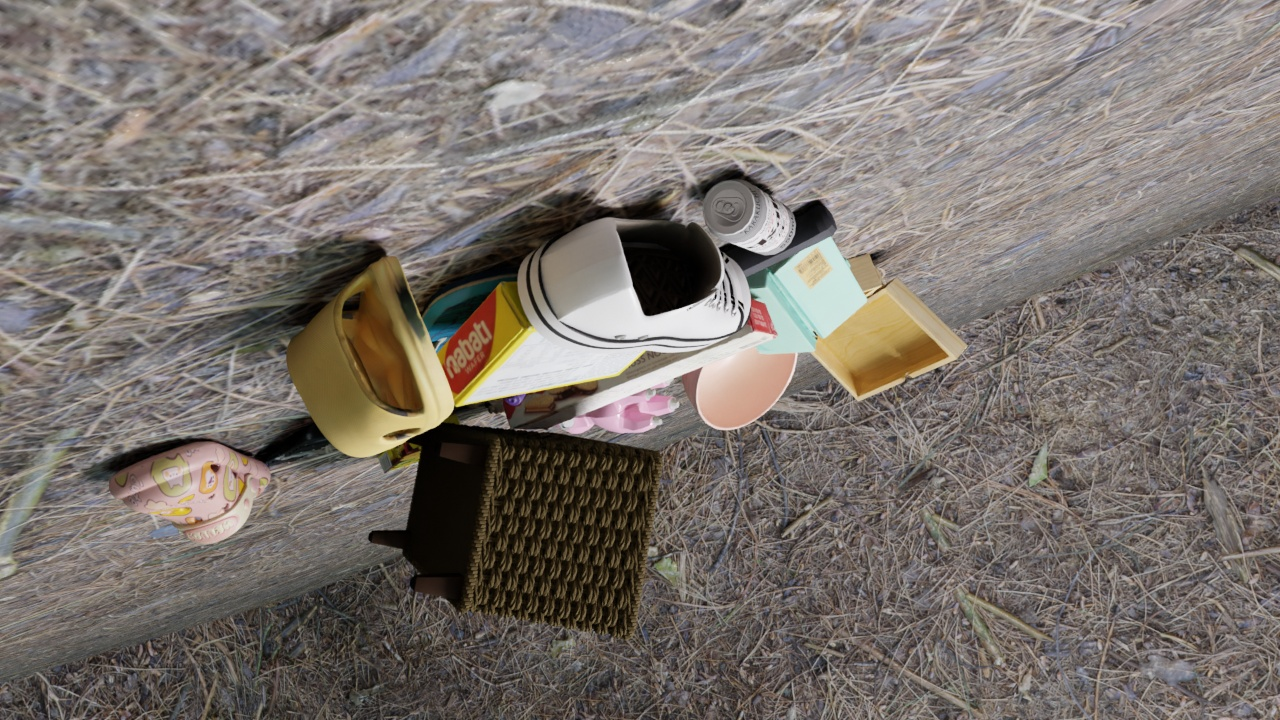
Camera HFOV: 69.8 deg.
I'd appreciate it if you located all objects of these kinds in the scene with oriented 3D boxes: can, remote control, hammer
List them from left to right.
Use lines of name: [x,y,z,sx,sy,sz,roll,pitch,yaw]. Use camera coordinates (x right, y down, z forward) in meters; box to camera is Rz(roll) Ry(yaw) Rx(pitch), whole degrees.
remote control: [-0.337,0.083,0.904,0.045,0.021,0.141,-10,170,-43]
hammer: [0.030,-0.062,0.841,0.313,0.035,0.139,-25,174,19]
can: [0.082,-0.105,0.679,0.044,0.044,0.106,-25,170,22]

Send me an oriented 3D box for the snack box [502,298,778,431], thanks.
snack box: [-0.005,0.005,0.900,0.273,0.044,0.076,-23,167,23]

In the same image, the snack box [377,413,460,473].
snack box: [-0.275,0.105,1.138,0.061,0.025,0.149,-16,169,-34]

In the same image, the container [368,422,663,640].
container: [-0.147,0.155,0.951,0.204,0.176,0.322,12,174,-24]

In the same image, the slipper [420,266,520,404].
slipper: [-0.149,0.004,0.750,0.118,0.060,0.296,-20,171,-30]

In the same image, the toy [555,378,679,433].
toy: [-0.037,0.058,1.248,0.158,0.067,0.123,-4,-162,27]

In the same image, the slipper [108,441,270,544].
slipper: [-0.398,0.128,0.832,0.093,0.081,0.197,-19,170,-5]

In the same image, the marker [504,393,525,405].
marker: [-0.085,-0.008,0.753,0.015,0.018,0.133,-6,-148,18]

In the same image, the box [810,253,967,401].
box: [0.250,-0.039,1.194,0.252,0.118,0.248,20,162,-9]

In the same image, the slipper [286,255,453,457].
slipper: [-0.186,0.016,0.611,0.078,0.099,0.264,-28,178,-24]

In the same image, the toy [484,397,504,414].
toy: [-0.123,0.028,1.008,0.109,0.041,0.096,-26,170,-6]

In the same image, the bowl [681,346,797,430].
bowl: [0.106,0.000,1.090,0.152,0.076,0.153,-19,128,-26]

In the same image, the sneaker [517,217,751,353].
sneaker: [0.027,-0.063,0.656,0.097,0.091,0.245,-23,167,33]

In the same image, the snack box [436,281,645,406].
snack box: [-0.056,-0.018,0.696,0.092,0.042,0.200,-42,162,31]

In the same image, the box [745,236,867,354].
box: [0.157,-0.061,0.944,0.138,0.055,0.187,-20,154,20]
